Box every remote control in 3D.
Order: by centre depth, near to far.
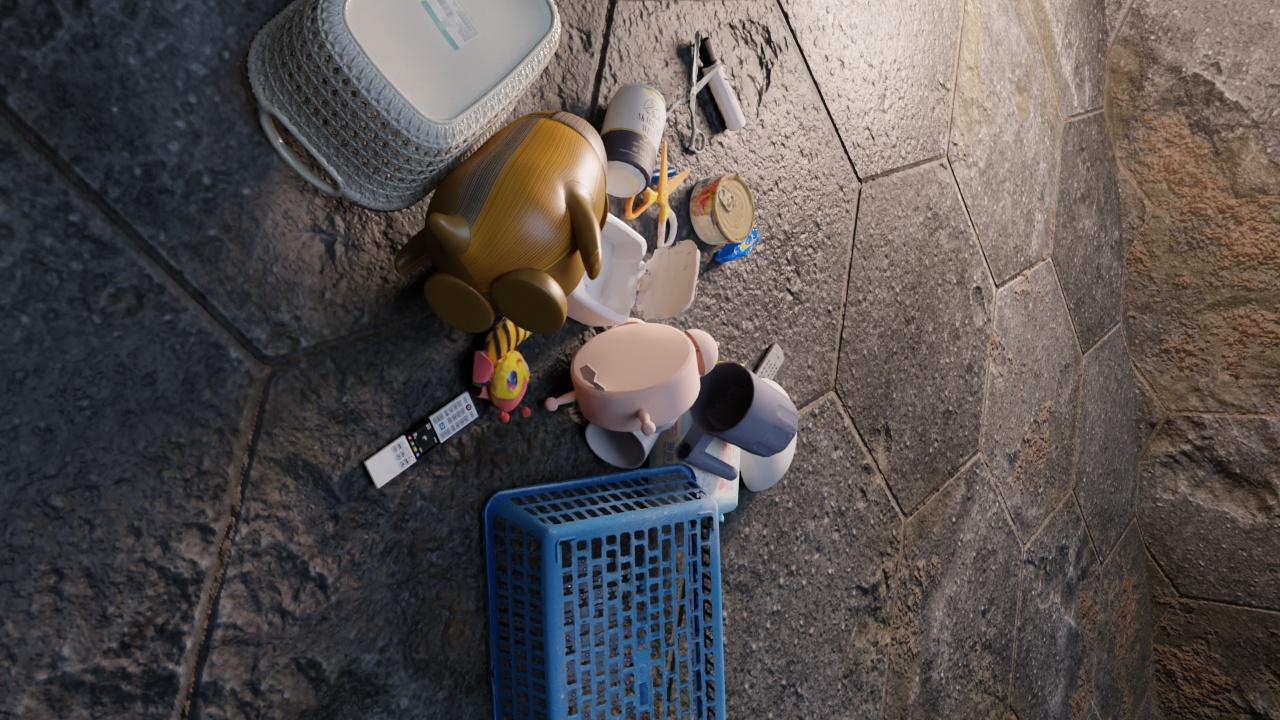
[{"bbox_3d":[-0.199,0.070,0.836,0.124,0.012,0.028,-39,118,-40],"label":"remote control"},{"bbox_3d":[0.156,0.032,1.224,0.136,0.013,0.033,-55,128,-32],"label":"remote control"}]

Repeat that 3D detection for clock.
[{"bbox_3d":[-0.006,0.006,0.952,0.160,0.131,0.086,-40,133,-46],"label":"clock"}]

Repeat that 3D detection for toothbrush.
[{"bbox_3d":[-0.014,-0.201,1.036,0.167,0.014,0.014,-25,108,-46],"label":"toothbrush"}]

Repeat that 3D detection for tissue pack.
[{"bbox_3d":[0.064,0.102,1.085,0.112,0.070,0.182,5,89,-47],"label":"tissue pack"}]

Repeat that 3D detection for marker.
[{"bbox_3d":[0.097,-0.348,1.149,0.025,0.025,0.126,-52,126,-34],"label":"marker"}]

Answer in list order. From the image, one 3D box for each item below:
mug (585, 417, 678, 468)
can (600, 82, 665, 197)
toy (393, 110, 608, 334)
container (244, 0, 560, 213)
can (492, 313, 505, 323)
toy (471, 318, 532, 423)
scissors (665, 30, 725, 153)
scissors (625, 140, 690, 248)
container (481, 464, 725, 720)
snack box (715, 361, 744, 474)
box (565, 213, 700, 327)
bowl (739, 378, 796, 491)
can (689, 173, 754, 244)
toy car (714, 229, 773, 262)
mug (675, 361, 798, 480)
[{"bbox_3d":[0.005,0.058,0.991,0.071,0.107,0.089,54,44,-23],"label":"mug"},{"bbox_3d":[-0.010,-0.243,0.994,0.064,0.064,0.127,38,55,-41],"label":"can"},{"bbox_3d":[-0.094,-0.126,0.790,0.163,0.199,0.202,64,38,-43],"label":"toy"},{"bbox_3d":[-0.183,-0.253,0.754,0.184,0.143,0.245,48,56,-21],"label":"container"},{"bbox_3d":[-0.124,-0.093,0.876,0.104,0.068,0.068,-50,125,-34],"label":"can"},{"bbox_3d":[-0.130,0.007,0.886,0.084,0.046,0.103,-5,104,-54],"label":"toy"},{"bbox_3d":[0.050,-0.309,1.091,0.173,0.014,0.142,-33,127,-34],"label":"scissors"},{"bbox_3d":[0.025,-0.186,1.069,0.125,0.011,0.128,-45,133,-34],"label":"scissors"},{"bbox_3d":[-0.019,0.301,0.933,0.256,0.089,0.362,-5,94,-33],"label":"container"},{"bbox_3d":[0.105,0.076,1.158,0.040,0.029,0.148,6,86,-48],"label":"snack box"},{"bbox_3d":[-0.011,-0.091,0.951,0.126,0.137,0.108,29,72,-43],"label":"box"},{"bbox_3d":[0.175,0.099,1.199,0.149,0.043,0.149,-13,105,-61],"label":"bowl"},{"bbox_3d":[0.102,-0.188,1.142,0.086,0.043,0.086,0,90,-48],"label":"can"},{"bbox_3d":[0.139,-0.133,1.187,0.091,0.033,0.062,-47,116,-37],"label":"toy car"},{"bbox_3d":[0.106,0.074,1.028,0.104,0.084,0.124,29,96,-46],"label":"mug"}]
